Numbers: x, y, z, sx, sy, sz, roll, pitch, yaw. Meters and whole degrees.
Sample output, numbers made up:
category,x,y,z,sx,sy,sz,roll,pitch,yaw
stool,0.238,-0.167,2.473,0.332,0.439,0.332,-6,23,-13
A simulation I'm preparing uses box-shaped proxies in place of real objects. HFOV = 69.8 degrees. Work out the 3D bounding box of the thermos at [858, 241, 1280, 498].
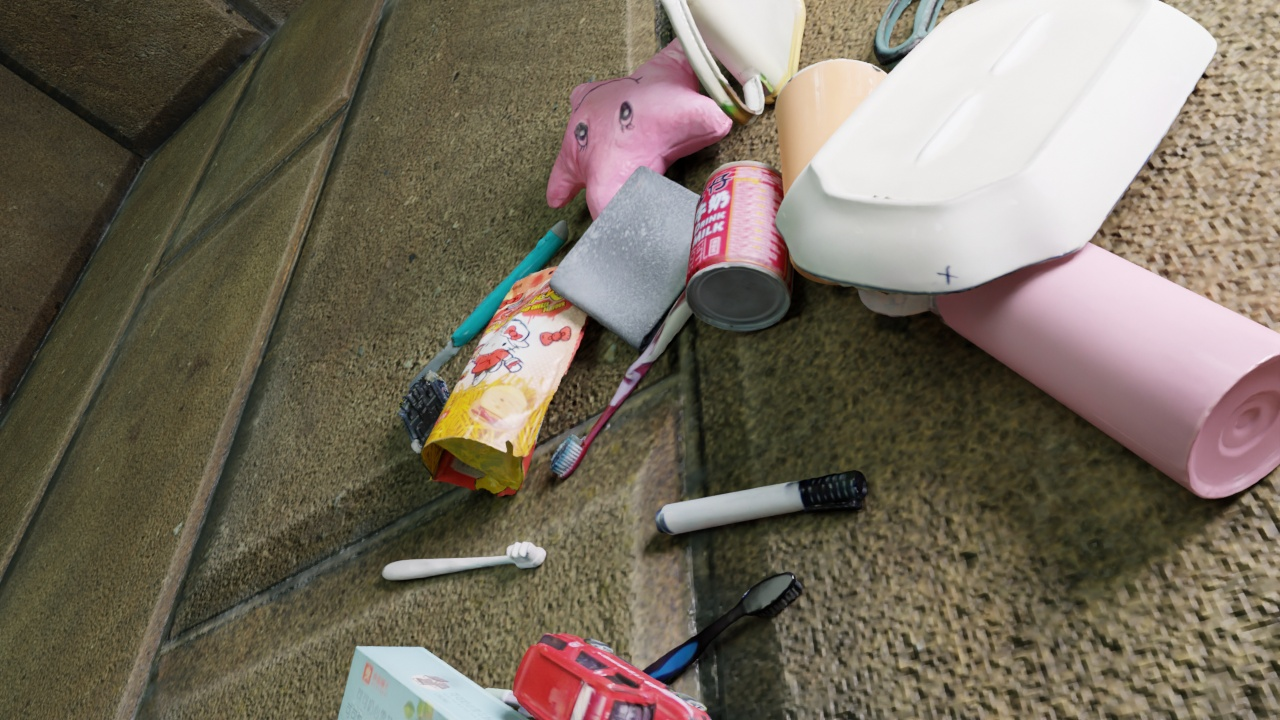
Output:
category,x,y,z,sx,sy,sz,roll,pitch,yaw
thermos,0.178,-0.017,0.409,0.087,0.067,0.198,-26,37,-10

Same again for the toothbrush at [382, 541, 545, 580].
category,x,y,z,sx,sy,sz,roll,pitch,yaw
toothbrush,-0.134,0.145,0.658,0.181,0.016,0.016,-16,42,39

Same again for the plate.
category,x,y,z,sx,sy,sz,roll,pitch,yaw
plate,0.176,-0.129,0.465,0.162,0.034,0.265,17,53,43

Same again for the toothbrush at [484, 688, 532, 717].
category,x,y,z,sx,sy,sz,roll,pitch,yaw
toothbrush,-0.122,0.210,0.585,0.190,0.021,0.029,-15,30,42

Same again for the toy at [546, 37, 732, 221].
category,x,y,z,sx,sy,sz,roll,pitch,yaw
toy,-0.005,-0.182,0.753,0.195,0.074,0.178,-9,61,40

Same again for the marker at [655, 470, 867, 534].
category,x,y,z,sx,sy,sz,roll,pitch,yaw
marker,0.062,0.080,0.501,0.131,0.018,0.022,-19,56,36

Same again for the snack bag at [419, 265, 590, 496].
category,x,y,z,sx,sy,sz,roll,pitch,yaw
snack bag,-0.092,0.001,0.709,0.129,0.073,0.207,-19,39,38

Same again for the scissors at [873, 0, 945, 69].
category,x,y,z,sx,sy,sz,roll,pitch,yaw
scissors,0.217,-0.265,0.631,0.170,0.019,0.177,-24,45,34

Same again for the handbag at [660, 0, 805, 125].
category,x,y,z,sx,sy,sz,roll,pitch,yaw
handbag,0.053,-0.258,0.680,0.063,0.163,0.178,-21,46,37

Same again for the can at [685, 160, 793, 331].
category,x,y,z,sx,sy,sz,roll,pitch,yaw
can,0.066,-0.074,0.588,0.067,0.066,0.093,-20,46,36

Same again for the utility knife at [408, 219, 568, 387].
category,x,y,z,sx,sy,sz,roll,pitch,yaw
utility knife,-0.135,-0.048,0.817,0.209,0.029,0.013,-45,63,10

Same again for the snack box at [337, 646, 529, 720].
category,x,y,z,sx,sy,sz,roll,pitch,yaw
snack box,-0.112,0.224,0.517,0.175,0.051,0.074,8,84,48

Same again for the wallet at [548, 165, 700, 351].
category,x,y,z,sx,sy,sz,roll,pitch,yaw
wallet,0.002,-0.078,0.675,0.097,0.019,0.121,35,86,28

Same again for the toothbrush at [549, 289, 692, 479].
category,x,y,z,sx,sy,sz,roll,pitch,yaw
toothbrush,-0.004,0.004,0.638,0.187,0.017,0.016,-53,36,-2

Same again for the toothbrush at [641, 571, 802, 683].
category,x,y,z,sx,sy,sz,roll,pitch,yaw
toothbrush,0.011,0.167,0.488,0.190,0.016,0.014,-41,46,18

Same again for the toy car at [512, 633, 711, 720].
category,x,y,z,sx,sy,sz,roll,pitch,yaw
toy car,-0.017,0.179,0.465,0.121,0.045,0.053,13,81,42

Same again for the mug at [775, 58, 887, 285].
category,x,y,z,sx,sy,sz,roll,pitch,yaw
mug,0.120,-0.111,0.559,0.078,0.078,0.122,-19,51,37

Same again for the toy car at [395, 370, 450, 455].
category,x,y,z,sx,sy,sz,roll,pitch,yaw
toy car,-0.175,0.047,0.773,0.049,0.031,0.105,-50,34,3
